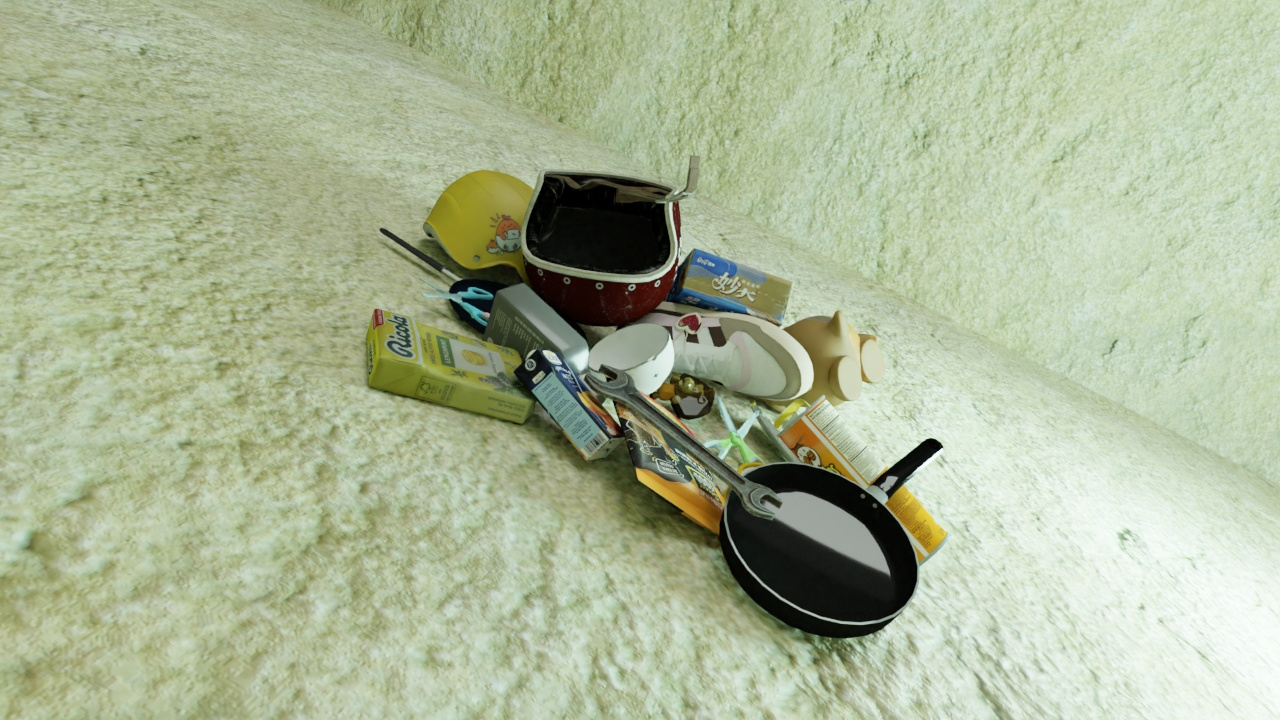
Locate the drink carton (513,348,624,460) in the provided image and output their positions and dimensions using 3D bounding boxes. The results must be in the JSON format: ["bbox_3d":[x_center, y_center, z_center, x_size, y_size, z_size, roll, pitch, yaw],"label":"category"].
[{"bbox_3d":[-0.076,0.047,0.995,0.130,0.040,0.064,49,9,14],"label":"drink carton"}]

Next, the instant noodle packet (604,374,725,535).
[{"bbox_3d":[0.033,0.105,1.009,0.160,0.032,0.220,38,15,-28],"label":"instant noodle packet"}]

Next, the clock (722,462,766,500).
[{"bbox_3d":[0.164,0.162,1.054,0.151,0.052,0.113,1,31,-44],"label":"clock"}]

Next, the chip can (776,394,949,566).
[{"bbox_3d":[0.260,0.145,1.082,0.215,0.075,0.075,49,24,9],"label":"chip can"}]

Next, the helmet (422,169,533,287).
[{"bbox_3d":[-0.197,-0.205,1.394,0.239,0.140,0.209,17,13,-35],"label":"helmet"}]

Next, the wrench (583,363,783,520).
[{"bbox_3d":[0.041,0.080,0.966,0.273,0.010,0.069,37,28,30],"label":"wrench"}]

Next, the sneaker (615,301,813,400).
[{"bbox_3d":[0.087,-0.006,1.266,0.294,0.112,0.116,20,33,26],"label":"sneaker"}]

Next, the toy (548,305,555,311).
[{"bbox_3d":[-0.134,-0.051,1.187,0.080,0.036,0.099,15,23,-34],"label":"toy"}]

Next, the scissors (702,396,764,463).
[{"bbox_3d":[0.128,0.106,1.175,0.139,0.028,0.170,29,35,10],"label":"scissors"}]

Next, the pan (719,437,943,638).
[{"bbox_3d":[0.227,0.164,0.973,0.204,0.044,0.354,39,42,26],"label":"pan"}]

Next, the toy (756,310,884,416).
[{"bbox_3d":[0.242,0.016,1.378,0.204,0.162,0.198,-11,14,46],"label":"toy"}]

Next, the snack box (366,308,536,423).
[{"bbox_3d":[-0.205,0.006,1.001,0.180,0.045,0.121,17,21,-24],"label":"snack box"}]

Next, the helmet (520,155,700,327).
[{"bbox_3d":[-0.042,-0.170,1.249,0.233,0.254,0.233,10,17,7],"label":"helmet"}]

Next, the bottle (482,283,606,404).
[{"bbox_3d":[-0.109,-0.006,1.082,0.174,0.084,0.046,41,40,22],"label":"bottle"}]

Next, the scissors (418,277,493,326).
[{"bbox_3d":[-0.221,-0.077,1.186,0.135,0.015,0.135,34,18,7],"label":"scissors"}]

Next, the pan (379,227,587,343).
[{"bbox_3d":[-0.231,-0.096,1.272,0.356,0.021,0.198,32,20,16],"label":"pan"}]

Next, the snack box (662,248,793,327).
[{"bbox_3d":[0.122,-0.089,1.376,0.155,0.069,0.203,18,-10,-5],"label":"snack box"}]

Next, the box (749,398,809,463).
[{"bbox_3d":[0.228,0.111,1.214,0.079,0.080,0.209,59,0,-33],"label":"box"}]

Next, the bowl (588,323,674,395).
[{"bbox_3d":[-0.007,0.007,1.189,0.113,0.063,0.113,-17,29,10],"label":"bowl"}]

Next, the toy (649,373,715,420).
[{"bbox_3d":[0.047,0.044,1.210,0.100,0.063,0.076,8,43,-6],"label":"toy"}]
